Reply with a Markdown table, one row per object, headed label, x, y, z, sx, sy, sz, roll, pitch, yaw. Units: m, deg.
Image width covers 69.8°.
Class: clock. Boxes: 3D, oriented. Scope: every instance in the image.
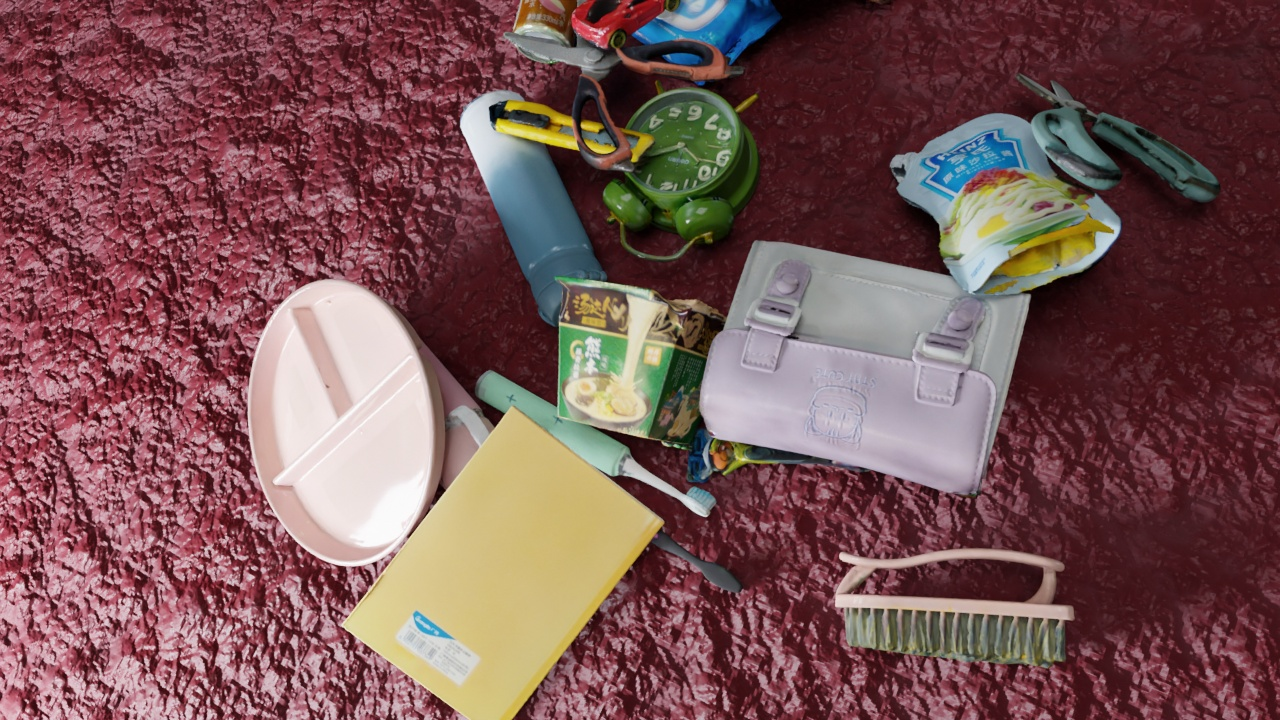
| label | x | y | z | sx | sy | sz | roll | pitch | yaw |
| --- | --- | --- | --- | --- | --- | --- | --- | --- | --- |
| clock | 0.033 | -0.154 | 0.764 | 0.116 | 0.056 | 0.161 | 14 | 76 | 21 |

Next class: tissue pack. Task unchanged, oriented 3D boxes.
| label | x | y | z | sx | sy | sz | roll | pitch | yaw |
| --- | --- | --- | --- | --- | --- | --- | --- | --- | --- |
| tissue pack | 0.040 | -0.317 | 0.820 | 0.095 | 0.052 | 0.157 | -46 | 66 | -3 |

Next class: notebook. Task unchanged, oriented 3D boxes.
| label | x | y | z | sx | sy | sz | roll | pitch | yaw |
| --- | --- | --- | --- | --- | --- | --- | --- | --- | --- |
| notebook | -0.101 | 0.157 | 0.680 | 0.146 | 0.010 | 0.206 | 37 | 90 | -3 |

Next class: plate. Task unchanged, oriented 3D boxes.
| label | x | y | z | sx | sy | sz | roll | pitch | yaw |
| --- | --- | --- | --- | --- | --- | --- | --- | --- | --- |
| plate | -0.239 | 0.049 | 0.739 | 0.230 | 0.028 | 0.229 | 2 | 94 | 34 |

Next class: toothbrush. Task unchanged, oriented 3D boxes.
| label | x | y | z | sx | sy | sz | roll | pitch | yaw |
| --- | --- | --- | --- | --- | --- | --- | --- | --- | --- |
| toothbrush | -0.040 | 0.066 | 0.726 | 0.224 | 0.026 | 0.027 | 27 | 61 | 22 |
| toothbrush | -0.001 | 0.127 | 0.704 | 0.189 | 0.018 | 0.014 | 28 | 80 | 26 |

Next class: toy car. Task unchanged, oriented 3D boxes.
| label | x | y | z | sx | sy | sz | roll | pitch | yaw |
| --- | --- | --- | --- | --- | --- | --- | --- | --- | --- |
| toy car | -0.008 | -0.302 | 0.774 | 0.106 | 0.031 | 0.049 | -38 | 59 | -17 |

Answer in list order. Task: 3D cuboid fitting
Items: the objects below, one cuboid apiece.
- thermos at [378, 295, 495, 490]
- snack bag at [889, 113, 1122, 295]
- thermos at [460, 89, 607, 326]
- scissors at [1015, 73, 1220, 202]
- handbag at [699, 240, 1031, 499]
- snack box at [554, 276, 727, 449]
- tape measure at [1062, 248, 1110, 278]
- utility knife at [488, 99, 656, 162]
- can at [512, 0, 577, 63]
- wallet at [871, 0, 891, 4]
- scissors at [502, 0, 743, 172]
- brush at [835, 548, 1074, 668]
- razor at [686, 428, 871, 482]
| label | x | y | z | sx | sy | sz | roll | pitch | yaw |
| --- | --- | --- | --- | --- | --- | --- | --- | --- | --- |
| thermos | -0.181 | 0.025 | 0.748 | 0.067 | 0.087 | 0.198 | -29 | 60 | -30 |
| snack bag | 0.254 | -0.121 | 0.664 | 0.110 | 0.039 | 0.190 | -28 | 37 | 16 |
| thermos | -0.092 | -0.131 | 0.788 | 0.070 | 0.070 | 0.220 | -26 | 67 | 6 |
| scissors | 0.324 | -0.160 | 0.659 | 0.178 | 0.019 | 0.173 | -22 | 57 | -39 |
| handbag | 0.156 | 0.004 | 0.650 | 0.197 | 0.098 | 0.144 | 13 | 72 | 20 |
| snack box | -0.004 | 0.004 | 0.693 | 0.118 | 0.118 | 0.105 | 11 | 86 | 28 |
| tape measure | 0.310 | -0.090 | 0.664 | 0.039 | 0.057 | 0.058 | -38 | 59 | 2 |
| utility knife | -0.060 | -0.192 | 0.760 | 0.154 | 0.015 | 0.033 | 17 | 74 | 17 |
| can | -0.079 | -0.356 | 0.863 | 0.058 | 0.058 | 0.147 | 6 | 74 | 17 |
| wallet | 0.207 | -0.374 | 0.805 | 0.101 | 0.032 | 0.124 | 39 | 85 | 26 |
| scissors | -0.029 | -0.239 | 0.765 | 0.223 | 0.015 | 0.188 | 17 | 64 | 19 |
| brush | 0.203 | 0.160 | 0.607 | 0.146 | 0.063 | 0.073 | 0 | 76 | 17 |
| razor | 0.104 | 0.072 | 0.686 | 0.143 | 0.022 | 0.042 | 1 | 73 | 16 |
